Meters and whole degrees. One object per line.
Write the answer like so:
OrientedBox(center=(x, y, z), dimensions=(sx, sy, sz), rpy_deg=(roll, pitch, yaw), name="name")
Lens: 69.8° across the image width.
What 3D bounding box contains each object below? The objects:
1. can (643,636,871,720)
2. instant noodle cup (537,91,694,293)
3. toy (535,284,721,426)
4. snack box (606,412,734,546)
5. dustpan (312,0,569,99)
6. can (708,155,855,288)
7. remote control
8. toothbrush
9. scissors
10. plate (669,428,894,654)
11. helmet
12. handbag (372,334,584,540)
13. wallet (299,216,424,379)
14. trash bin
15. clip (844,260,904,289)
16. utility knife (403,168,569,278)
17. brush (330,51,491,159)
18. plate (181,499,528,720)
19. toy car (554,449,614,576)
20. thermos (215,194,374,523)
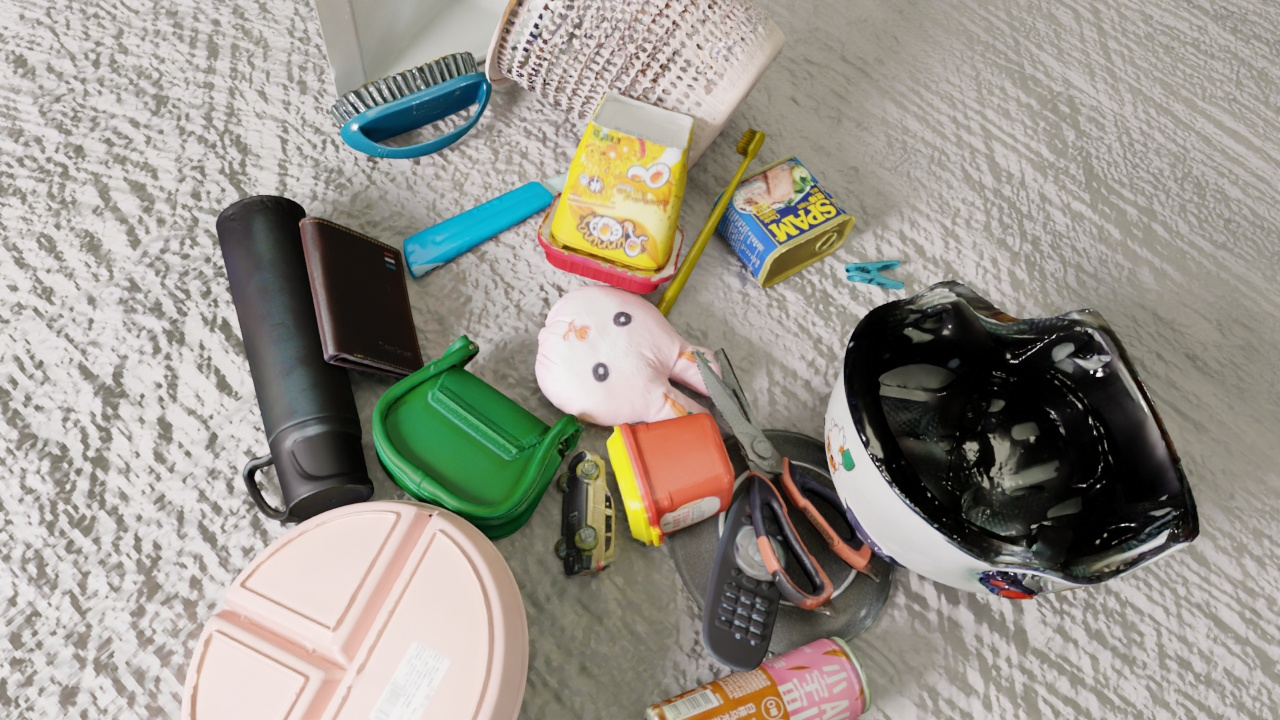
OrientedBox(center=(0.078, 0.237, 0.618), dimensions=(0.147, 0.058, 0.058), rpy_deg=(-15, 67, -17), name="can")
OrientedBox(center=(-0.012, -0.138, 0.740), dimensions=(0.116, 0.124, 0.115), rpy_deg=(17, 36, -1), name="instant noodle cup")
OrientedBox(center=(-0.004, 0.004, 0.728), dimensions=(0.159, 0.054, 0.121), rpy_deg=(22, 62, -6), name="toy")
OrientedBox(center=(0.023, 0.084, 0.661), dimensions=(0.080, 0.091, 0.082), rpy_deg=(-15, 65, -5), name="snack box")
OrientedBox(center=(-0.149, -0.354, 0.794), dimensions=(0.143, 0.223, 0.256), rpy_deg=(17, 50, 13), name="dustpan")
OrientedBox(center=(0.124, -0.125, 0.814), dimensions=(0.102, 0.057, 0.083), rpy_deg=(-28, 69, -23), name="can")
OrientedBox(center=(0.074, 0.155, 0.648), dimensions=(0.053, 0.024, 0.136), rpy_deg=(24, 52, -5), name="remote control")
OrientedBox(center=(0.055, -0.114, 0.779), dimensions=(0.017, 0.015, 0.190), rpy_deg=(26, 85, 26), name="toothbrush")
OrientedBox(center=(0.106, 0.082, 0.689), dimensions=(0.204, 0.015, 0.202), rpy_deg=(26, 48, -9), name="scissors")
OrientedBox(center=(0.112, 0.131, 0.698), dimensions=(0.179, 0.024, 0.179), rpy_deg=(4, 63, -9), name="plate")
OrientedBox(center=(0.245, 0.073, 0.673), dimensions=(0.273, 0.157, 0.229), rpy_deg=(0, 58, -17), name="helmet")
OrientedBox(center=(-0.121, 0.056, 0.668), dimensions=(0.131, 0.068, 0.120), rpy_deg=(33, 64, 8), name="handbag")
OrientedBox(center=(-0.211, -0.045, 0.702), dimensions=(0.096, 0.020, 0.122), rpy_deg=(18, 48, -54), name="wallet")
OrientedBox(center=(0.008, -0.278, 0.797), dimensions=(0.192, 0.228, 0.226), rpy_deg=(37, 62, -5), name="trash bin")
OrientedBox(center=(0.211, -0.079, 0.831), dimensions=(0.055, 0.013, 0.038), rpy_deg=(4, 62, -10), name="clip")
OrientedBox(center=(-0.110, -0.132, 0.796), dimensions=(0.215, 0.018, 0.034), rpy_deg=(-31, 82, -23), name="utility knife")
OrientedBox(center=(-0.193, -0.218, 0.806), dimensions=(0.143, 0.055, 0.073), rpy_deg=(-28, 86, -23), name="brush")
OrientedBox(center=(-0.181, 0.189, 0.564), dimensions=(0.230, 0.028, 0.229), rpy_deg=(-7, 58, 11), name="plate")
OrientedBox(center=(-0.040, 0.111, 0.671), dimensions=(0.035, 0.042, 0.090), rpy_deg=(11, 64, -30), name="toy car")
OrientedBox(center=(-0.266, -0.002, 0.676), dimensions=(0.090, 0.068, 0.242), rpy_deg=(-21, 68, 1), name="thermos")
